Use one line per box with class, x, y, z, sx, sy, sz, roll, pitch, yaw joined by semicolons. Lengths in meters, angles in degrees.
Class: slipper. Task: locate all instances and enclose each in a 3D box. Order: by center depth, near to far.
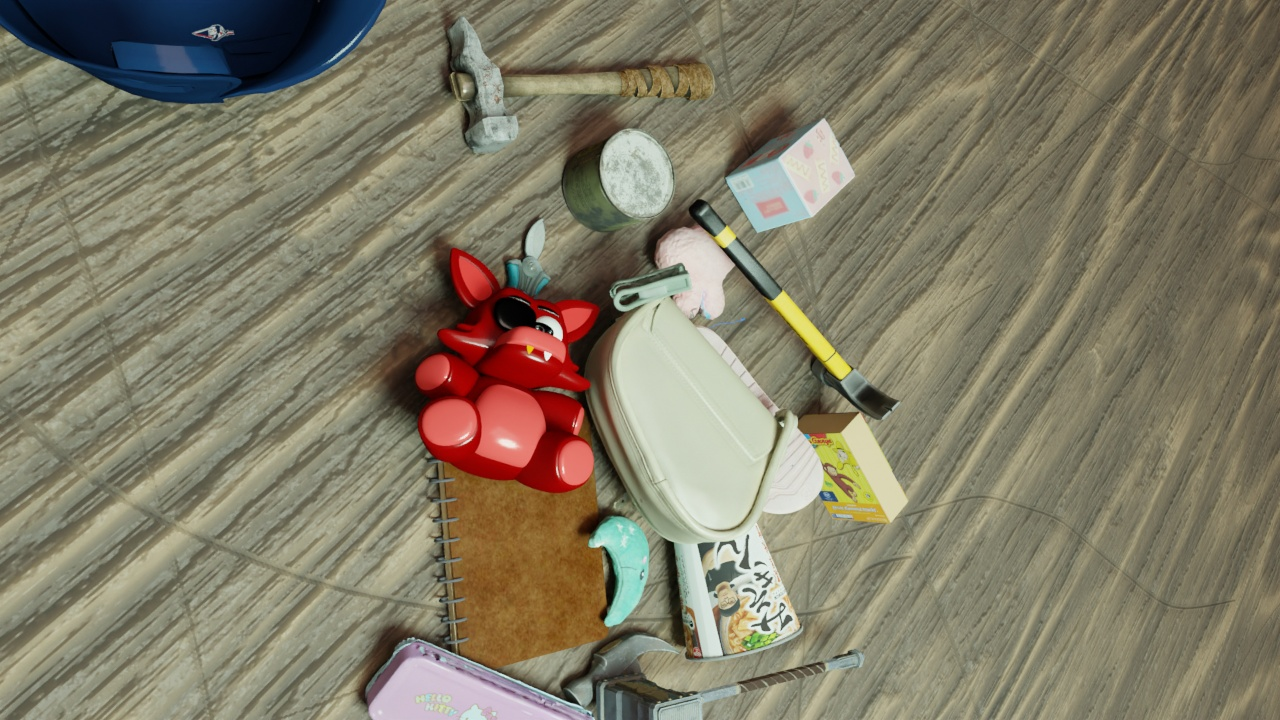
slipper;0.099;0.066;0.980;0.094;0.064;0.239;-40;102;-8

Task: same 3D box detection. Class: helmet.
helmet;-0.310;-0.302;0.646;0.272;0.223;0.232;-10;107;-5

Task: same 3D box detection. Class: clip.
clip;0.009;-0.068;0.850;0.076;0.044;0.023;-17;123;-3

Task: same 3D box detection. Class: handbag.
handbag;0.034;0.054;0.899;0.183;0.132;0.229;-42;98;-27

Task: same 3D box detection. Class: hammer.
hammer;0.116;0.325;0.923;0.321;0.099;0.044;1;86;-36
hammer;0.043;0.422;0.937;0.119;0.031;0.331;-35;104;-31
hammer;-0.048;-0.284;0.937;0.317;0.049;0.121;-14;91;-36
hammer;0.159;-0.051;0.972;0.034;0.170;0.324;-45;115;2

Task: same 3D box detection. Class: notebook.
notebook;-0.113;0.163;0.859;0.167;0.024;0.225;-4;87;-36

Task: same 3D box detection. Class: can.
can;-0.022;-0.179;0.924;0.089;0.075;0.090;3;85;-34

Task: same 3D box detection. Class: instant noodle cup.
instant noodle cup;0.090;0.228;0.942;0.123;0.124;0.121;-10;82;-34

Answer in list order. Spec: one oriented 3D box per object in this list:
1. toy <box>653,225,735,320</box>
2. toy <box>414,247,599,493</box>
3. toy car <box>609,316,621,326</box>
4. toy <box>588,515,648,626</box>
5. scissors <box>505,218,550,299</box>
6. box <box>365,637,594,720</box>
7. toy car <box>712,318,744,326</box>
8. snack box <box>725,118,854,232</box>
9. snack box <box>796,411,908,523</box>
toy;0.062;-0.095;0.989;0.108;0.053;0.105;-7;100;-37
toy;-0.111;0.010;0.799;0.158;0.121;0.196;20;63;-23
toy car;-0.006;0.005;0.943;0.048;0.033;0.105;-1;87;-36
toy;-0.018;0.201;0.903;0.084;0.033;0.105;-28;112;-55
scissors;-0.109;-0.065;0.889;0.136;0.019;0.138;-38;105;-32
box;-0.136;0.311;0.808;0.214;0.033;0.076;34;98;-27
toy car;0.068;-0.036;0.992;0.092;0.033;0.061;26;78;-29
snack box;0.171;-0.209;1.046;0.094;0.093;0.079;-44;110;-30
snack box;0.238;0.124;1.061;0.040;0.088;0.126;-40;107;-30
